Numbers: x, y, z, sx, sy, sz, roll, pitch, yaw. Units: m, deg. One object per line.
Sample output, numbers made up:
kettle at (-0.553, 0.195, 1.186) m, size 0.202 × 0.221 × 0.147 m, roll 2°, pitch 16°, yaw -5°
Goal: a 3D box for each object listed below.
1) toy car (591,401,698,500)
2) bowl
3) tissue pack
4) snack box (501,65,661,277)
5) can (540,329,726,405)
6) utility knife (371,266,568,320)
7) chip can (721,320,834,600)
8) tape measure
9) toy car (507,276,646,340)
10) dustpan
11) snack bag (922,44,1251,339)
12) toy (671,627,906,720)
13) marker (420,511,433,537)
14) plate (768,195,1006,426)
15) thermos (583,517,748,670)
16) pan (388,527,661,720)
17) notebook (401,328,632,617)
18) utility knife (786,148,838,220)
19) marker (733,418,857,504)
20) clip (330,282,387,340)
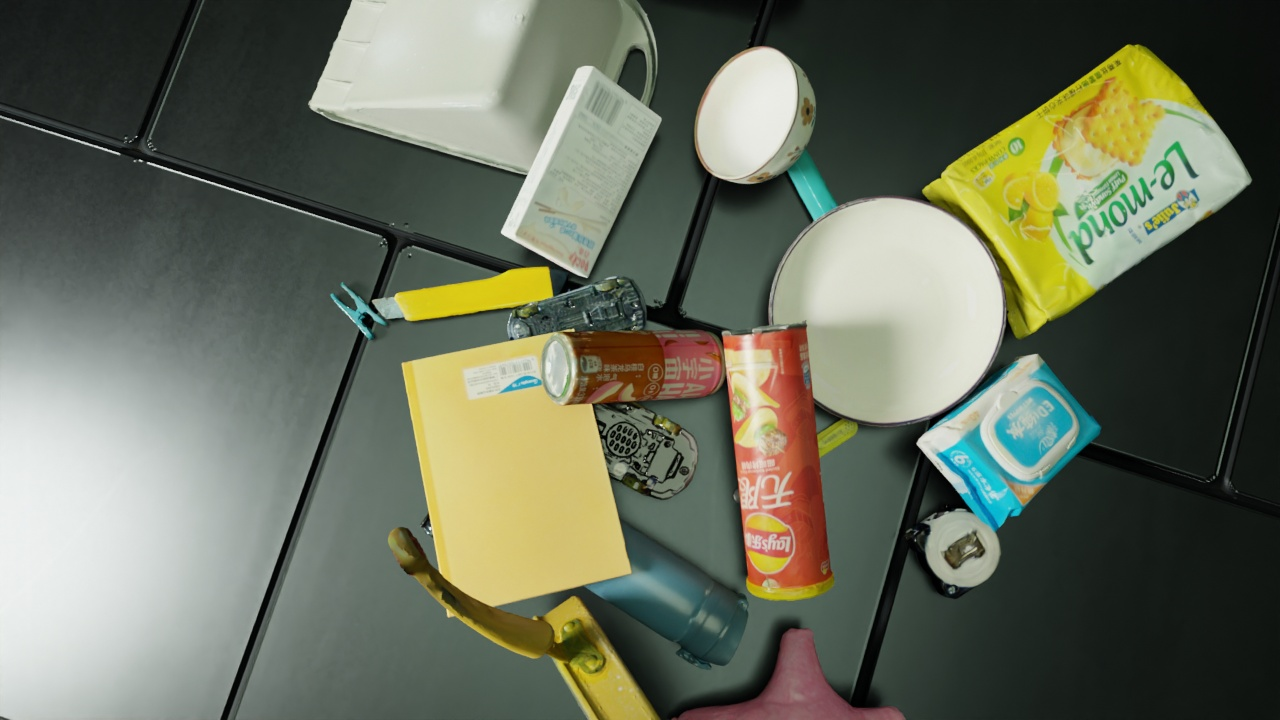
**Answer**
toy car at (-0.026, 0.063, 0.775) m, size 0.158 × 0.042 × 0.070 m, roll 28°, pitch 84°, yaw 6°
bowl at (0.107, -0.204, 0.786) m, size 0.062 × 0.114 × 0.113 m, roll 8°, pitch 81°, yaw -41°
tissue pack at (0.302, 0.064, 0.751) m, size 0.139 × 0.063 × 0.090 m, roll -35°, pitch 81°, yaw -21°
snack box at (-0.048, -0.158, 0.780) m, size 0.084 × 0.027 × 0.156 m, roll 27°, pitch 87°, yaw -38°
can at (-0.004, 0.004, 0.742) m, size 0.147 × 0.058 × 0.058 m, roll -2°, pitch 82°, yaw -32°
utility knife at (-0.147, -0.058, 0.802) m, size 0.173 × 0.015 × 0.033 m, roll -8°, pitch 84°, yaw -1°
chip can at (0.111, 0.079, 0.743) m, size 0.073 × 0.073 × 0.216 m, roll -6°, pitch 92°, yaw -1°
tape measure at (0.265, 0.157, 0.770) m, size 0.066 × 0.033 × 0.065 m, roll -34°, pitch 86°, yaw -3°
toy car at (-0.054, -0.034, 0.787) m, size 0.121 × 0.036 × 0.054 m, roll -17°, pitch 103°, yaw 4°
dustpan at (-0.127, -0.279, 0.831) m, size 0.258 × 0.142 × 0.222 m, roll 16°, pitch 83°, yaw 31°
snack bag at (0.379, -0.149, 0.788) m, size 0.246 × 0.068 × 0.158 m, roll -33°, pitch 84°, yaw -4°
toy at (0.111, 0.311, 0.734) m, size 0.178 × 0.074 × 0.194 m, roll 18°, pitch 80°, yaw 12°
marker at (-0.149, 0.090, 0.784) m, size 0.022 × 0.018 × 0.130 m, roll 29°, pitch 85°, yaw -16°
plate at (0.206, -0.041, 0.778) m, size 0.192 × 0.039 × 0.192 m, roll 0°, pitch 92°, yaw 8°
thermos at (-0.013, 0.171, 0.752) m, size 0.220 × 0.070 × 0.070 m, roll 33°, pitch 84°, yaw 3°
pan at (-0.053, 0.214, 0.627) m, size 0.078 × 0.198 × 0.358 m, roll -33°, pitch 126°, yaw -12°
notebook at (-0.099, 0.084, 0.728) m, size 0.145 × 0.010 × 0.206 m, roll -12°, pitch 75°, yaw -10°
utility knife at (0.160, -0.142, 0.814) m, size 0.029 × 0.013 × 0.160 m, roll -27°, pitch 83°, yaw -6°
marker at (0.133, 0.086, 0.787) m, size 0.124 × 0.015 × 0.018 m, roll -32°, pitch 81°, yaw -2°
clip at (-0.247, -0.043, 0.802) m, size 0.046 × 0.014 × 0.057 m, roll -44°, pitch 84°, yaw -3°
